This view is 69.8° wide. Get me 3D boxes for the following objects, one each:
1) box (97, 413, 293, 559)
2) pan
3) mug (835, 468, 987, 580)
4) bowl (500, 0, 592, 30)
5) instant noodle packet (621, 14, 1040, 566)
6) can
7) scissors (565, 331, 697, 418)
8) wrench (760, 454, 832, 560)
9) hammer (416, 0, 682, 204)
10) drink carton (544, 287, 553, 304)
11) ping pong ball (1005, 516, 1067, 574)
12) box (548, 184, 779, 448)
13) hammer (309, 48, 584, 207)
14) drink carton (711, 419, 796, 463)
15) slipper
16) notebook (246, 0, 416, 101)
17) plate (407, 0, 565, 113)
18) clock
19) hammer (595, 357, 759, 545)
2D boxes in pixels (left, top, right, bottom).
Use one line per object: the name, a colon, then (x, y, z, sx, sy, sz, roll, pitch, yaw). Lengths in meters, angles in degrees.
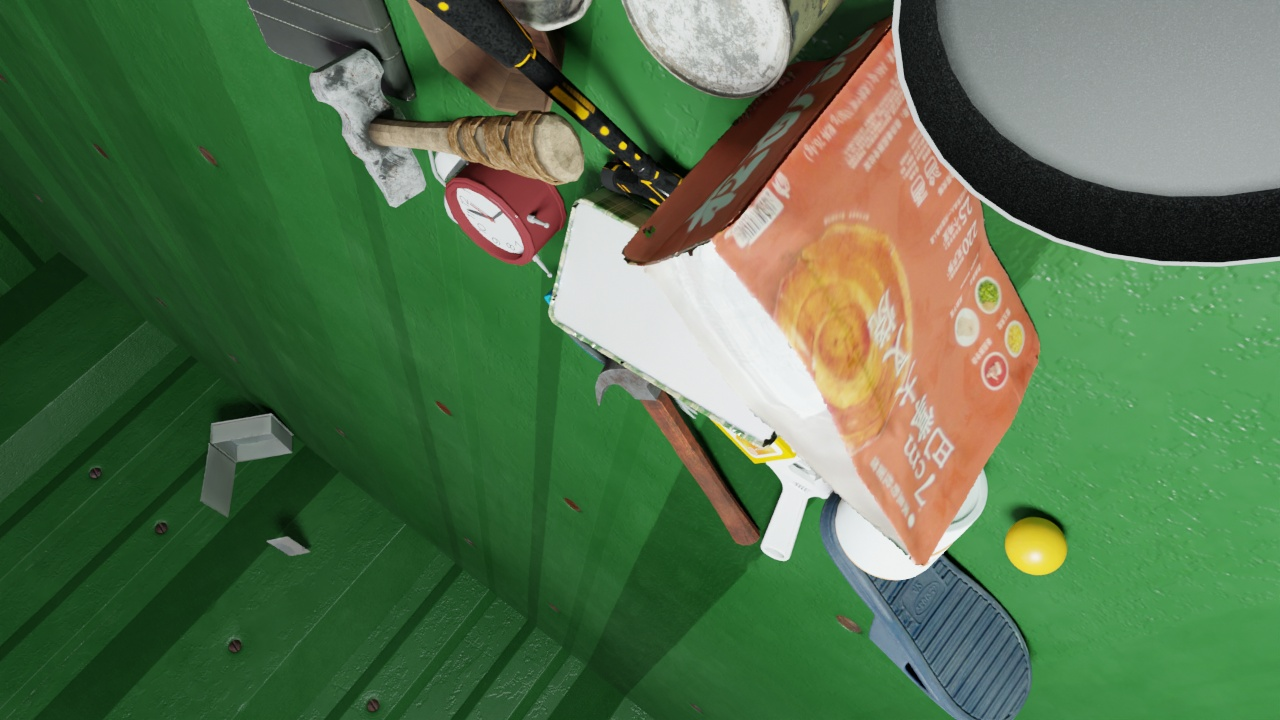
box: (-1.167, 0.334, 2.439, 0.173, 0.511, 0.167, 35, 161, 17)
pan: (0.118, -0.137, 0.316, 0.356, 0.044, 0.204, 16, 145, 15)
mug: (0.195, 0.106, 0.671, 0.082, 0.082, 0.105, 33, 154, 14)
bowl: (-0.083, -0.251, 0.449, 0.178, 0.081, 0.178, 31, 173, 4)
instant noodle packet: (0.123, -0.028, 0.451, 0.221, 0.164, 0.084, 48, 153, -20)
can: (0.047, -0.177, 0.412, 0.090, 0.074, 0.090, 32, 156, 16)
scissors: (-0.011, 0.005, 0.863, 0.144, 0.019, 0.126, 16, 146, 31)
wrench: (0.143, 0.144, 0.880, 0.066, 0.018, 0.274, 23, 154, 14)
hammer: (-0.064, -0.169, 0.506, 0.123, 0.036, 0.320, 22, 172, 44)
drink carton: (-0.026, -0.047, 0.773, 0.129, 0.038, 0.044, 9, 142, 47)
ping pong ball: (0.278, 0.130, 0.645, 0.040, 0.040, 0.040, 32, 154, 17)
box: (0.034, -0.035, 0.659, 0.205, 0.050, 0.118, 29, 126, 19)
hammer: (-0.132, -0.149, 0.618, 0.319, 0.048, 0.121, 22, 144, 52)
drink carton: (0.079, 0.027, 0.749, 0.122, 0.040, 0.059, 45, 155, -11)
slipper: (0.228, 0.211, 0.784, 0.263, 0.101, 0.083, 49, 153, -12)
notebook: (-0.262, -0.303, 0.688, 0.169, 0.029, 0.209, 27, 150, 22)
plate: (-0.097, -0.220, 0.597, 0.131, 0.025, 0.131, 32, 154, 17)
clock: (-0.120, -0.132, 0.752, 0.137, 0.048, 0.096, 32, 154, 14)
hammer: (0.051, 0.094, 0.897, 0.111, 0.028, 0.301, 3, 142, 35)
